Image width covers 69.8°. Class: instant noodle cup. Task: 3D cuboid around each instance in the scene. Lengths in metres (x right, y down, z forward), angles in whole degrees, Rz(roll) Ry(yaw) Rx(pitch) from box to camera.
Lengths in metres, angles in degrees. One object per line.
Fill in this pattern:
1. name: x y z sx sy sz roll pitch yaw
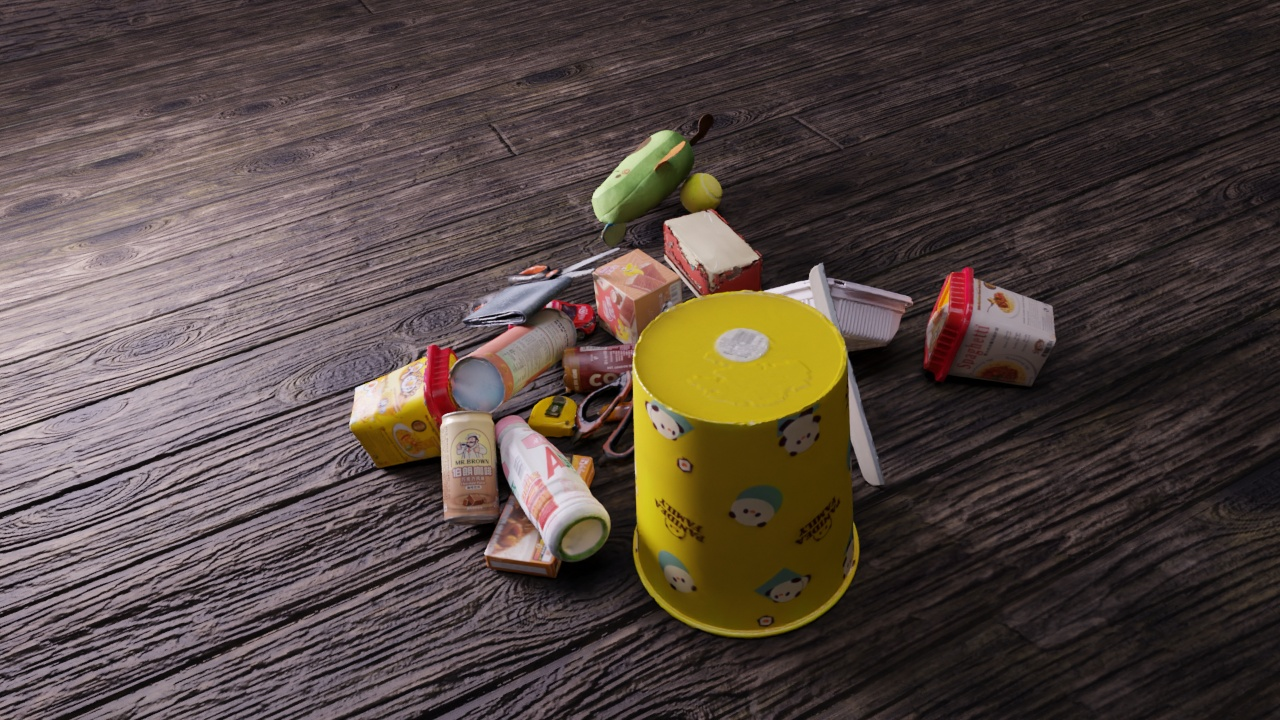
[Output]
1. instant noodle cup: -0.263 0.061 1.071 0.124 0.116 0.116 -17 39 5
2. instant noodle cup: 0.226 -0.048 1.096 0.173 0.060 0.138 6 -10 -38
3. instant noodle cup: 0.412 -0.032 1.086 0.124 0.117 0.116 15 43 7

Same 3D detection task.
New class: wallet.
1. wallet: -0.155 -0.073 1.154 0.121 0.019 0.097 -4 28 41

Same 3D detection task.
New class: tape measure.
1. tape measure: -0.102 0.065 1.097 0.060 0.029 0.057 2 39 11

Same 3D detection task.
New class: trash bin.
1. trash bin: 0.094 0.089 0.861 0.230 0.256 0.229 -5 39 4

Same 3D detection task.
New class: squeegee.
1. squeegee: 0.126 0.046 1.042 0.247 0.246 0.039 -17 -4 22

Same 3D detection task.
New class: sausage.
1. sausage: 0.029 0.054 1.097 0.165 0.021 0.021 -7 39 0

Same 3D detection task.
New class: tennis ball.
1. tennis ball: 0.095 -0.260 1.437 0.065 0.066 0.065 -4 39 3

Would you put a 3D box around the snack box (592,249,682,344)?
1. snack box: -0.002 -0.076 1.204 0.076 0.093 0.094 -29 45 -25

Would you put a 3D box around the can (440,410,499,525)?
1. can: -0.183 0.116 0.983 0.058 0.058 0.116 -6 76 1

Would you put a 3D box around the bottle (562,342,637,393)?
1. bottle: -0.007 0.007 1.132 0.175 0.057 0.057 -4 39 3

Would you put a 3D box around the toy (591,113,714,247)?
1. toy: 0.014 -0.285 1.411 0.090 0.228 0.246 48 60 -6

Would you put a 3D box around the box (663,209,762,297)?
1. box: 0.098 -0.151 1.292 0.091 0.079 0.168 -18 40 -15

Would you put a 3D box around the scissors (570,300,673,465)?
1. scissors: -0.013 0.018 1.087 0.194 0.015 0.206 -16 62 2

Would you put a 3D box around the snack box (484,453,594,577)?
1. snack box: -0.105 0.161 0.983 0.075 0.026 0.153 5 41 13

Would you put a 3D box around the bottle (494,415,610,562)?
1. bottle: -0.101 0.125 0.957 0.068 0.068 0.197 -23 38 -19

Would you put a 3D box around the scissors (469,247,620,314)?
1. scissors: -0.135 -0.114 1.259 0.221 0.022 0.224 -27 18 -2

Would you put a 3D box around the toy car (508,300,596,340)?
1. toy car: -0.120 -0.055 1.235 0.120 0.045 0.052 -3 41 2

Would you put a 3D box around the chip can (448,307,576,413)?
1. chip can: -0.147 -0.003 1.096 0.071 0.071 0.214 7 19 16
